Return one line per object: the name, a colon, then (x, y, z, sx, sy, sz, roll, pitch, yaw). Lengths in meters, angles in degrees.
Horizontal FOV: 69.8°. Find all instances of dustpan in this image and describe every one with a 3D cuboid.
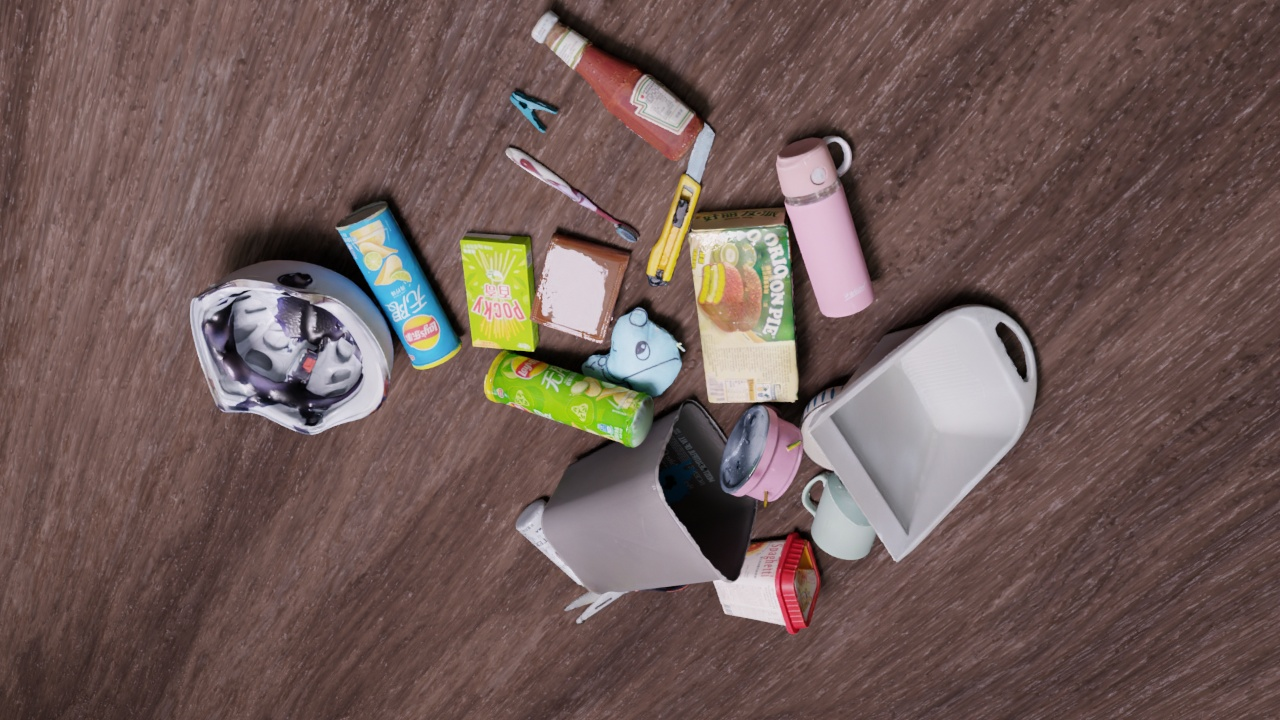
dustpan: (0.349, 0.063, 1.060, 0.143, 0.256, 0.223, -13, 122, 46)

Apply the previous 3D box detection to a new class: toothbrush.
toothbrush: (-0.080, -0.195, 1.087, 0.187, 0.017, 0.016, 33, 122, -11)

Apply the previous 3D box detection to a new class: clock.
clock: (0.148, 0.114, 1.155, 0.060, 0.158, 0.117, 23, 100, -15)

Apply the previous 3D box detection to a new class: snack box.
snack box: (-0.178, -0.085, 1.174, 0.086, 0.026, 0.157, 6, 124, 9)
snack box: (0.128, -0.061, 1.102, 0.114, 0.063, 0.240, -2, 121, 13)

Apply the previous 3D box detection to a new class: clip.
clip: (-0.123, -0.286, 1.041, 0.055, 0.013, 0.034, 31, 122, -8)

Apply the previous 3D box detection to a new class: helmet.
helmet: (-0.433, -0.033, 1.190, 0.259, 0.145, 0.229, 3, 124, 3)

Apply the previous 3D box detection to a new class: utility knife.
utility knife: (0.046, -0.176, 1.074, 0.033, 0.015, 0.219, 17, 124, -2)

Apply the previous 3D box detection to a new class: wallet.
wallet: (-0.075, -0.090, 1.138, 0.101, 0.032, 0.125, 18, 113, 0)

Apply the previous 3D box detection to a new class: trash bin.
trash bin: (0.010, 0.197, 1.227, 0.220, 0.198, 0.199, -23, 114, 32)

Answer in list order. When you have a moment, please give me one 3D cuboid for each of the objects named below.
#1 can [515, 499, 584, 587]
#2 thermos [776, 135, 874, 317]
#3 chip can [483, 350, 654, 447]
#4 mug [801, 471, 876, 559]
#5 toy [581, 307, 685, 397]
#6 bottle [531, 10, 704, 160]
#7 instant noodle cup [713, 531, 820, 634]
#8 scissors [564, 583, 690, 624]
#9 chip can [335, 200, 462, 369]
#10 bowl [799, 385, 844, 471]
can: (-0.117, 0.274, 1.372, 0.058, 0.058, 0.146, -34, 110, 28)
thermos: (0.215, -0.153, 1.030, 0.087, 0.067, 0.199, -27, 116, -9)
chip can: (-0.090, 0.049, 1.182, 0.221, 0.072, 0.073, 16, 125, 19)
mug: (0.270, 0.193, 1.232, 0.112, 0.082, 0.106, 30, 130, 30)
toy: (-0.007, 0.007, 1.182, 0.156, 0.049, 0.161, -6, 118, 25)
bottle: (-0.025, -0.297, 0.986, 0.206, 0.059, 0.060, 36, 122, -9)
instant noodle cup: (0.179, 0.315, 1.311, 0.124, 0.116, 0.117, -4, 121, 27)
scissors: (-0.004, 0.333, 1.375, 0.213, 0.015, 0.198, 11, 114, -17)
chip can: (-0.304, -0.094, 1.168, 0.071, 0.071, 0.210, -13, 118, 19)
bowl: (0.260, 0.078, 1.161, 0.116, 0.066, 0.117, 6, 124, 8)
